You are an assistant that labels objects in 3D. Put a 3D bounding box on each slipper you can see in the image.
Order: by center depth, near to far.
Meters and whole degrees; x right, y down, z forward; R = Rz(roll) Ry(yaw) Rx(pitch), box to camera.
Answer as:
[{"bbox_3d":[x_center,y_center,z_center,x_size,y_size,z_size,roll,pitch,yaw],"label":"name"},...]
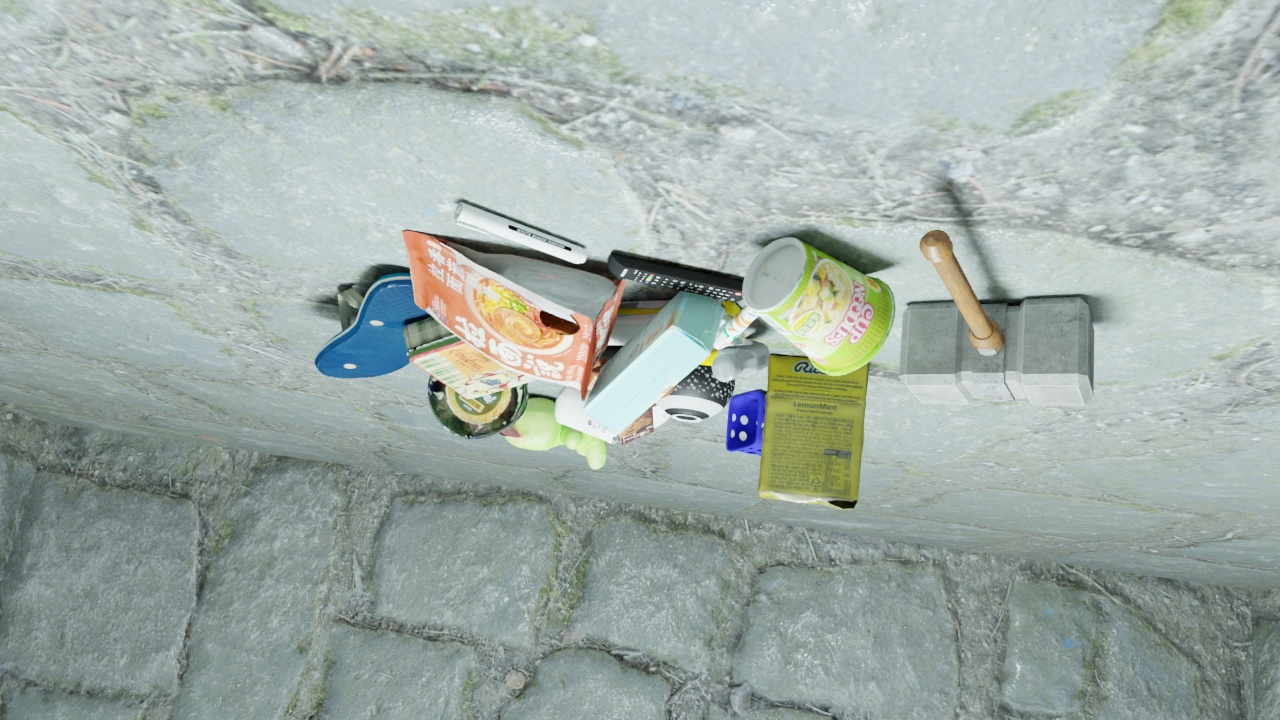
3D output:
[{"bbox_3d":[-0.315,-0.049,1.122,0.118,0.060,0.296,10,153,-29],"label":"slipper"}]

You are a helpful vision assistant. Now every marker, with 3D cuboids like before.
[{"bbox_3d":[-0.107,-0.113,0.836,0.133,0.020,0.017,17,172,-31],"label":"marker"},{"bbox_3d":[0.108,-0.048,0.903,0.017,0.017,0.146,13,150,-17],"label":"marker"}]

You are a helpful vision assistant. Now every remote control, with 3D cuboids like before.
[{"bbox_3d":[0.040,-0.080,0.890,0.146,0.015,0.033,11,165,-10],"label":"remote control"}]

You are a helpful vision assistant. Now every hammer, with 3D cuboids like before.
[{"bbox_3d":[0.282,-0.040,0.777,0.163,0.082,0.317,-1,163,30],"label":"hammer"},{"bbox_3d":[0.004,-0.010,1.090,0.324,0.029,0.126,5,-169,37],"label":"hammer"}]

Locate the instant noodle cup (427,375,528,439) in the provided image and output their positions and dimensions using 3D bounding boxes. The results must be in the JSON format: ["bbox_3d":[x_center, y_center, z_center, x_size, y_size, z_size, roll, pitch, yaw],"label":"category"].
[{"bbox_3d":[-0.220,0.045,1.303,0.137,0.137,0.112,7,174,4],"label":"instant noodle cup"}]

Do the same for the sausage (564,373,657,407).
[{"bbox_3d":[-0.041,0.032,1.296,0.164,0.044,0.039,16,129,-28],"label":"sausage"}]

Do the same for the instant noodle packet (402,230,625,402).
[{"bbox_3d":[-0.138,-0.059,0.958,0.221,0.083,0.165,22,155,2],"label":"instant noodle packet"}]

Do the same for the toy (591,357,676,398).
[{"bbox_3d":[-0.007,0.007,1.166,0.128,0.065,0.094,17,-148,28],"label":"toy"}]

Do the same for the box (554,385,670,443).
[{"bbox_3d":[-0.038,0.071,1.378,0.156,0.085,0.125,22,-156,11],"label":"box"}]

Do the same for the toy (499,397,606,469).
[{"bbox_3d":[-0.153,0.113,1.572,0.196,0.107,0.150,24,-176,-21],"label":"toy"}]

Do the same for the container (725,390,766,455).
[{"bbox_3d":[0.197,0.099,1.345,0.113,0.084,0.085,14,163,-24],"label":"container"}]

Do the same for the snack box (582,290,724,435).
[{"bbox_3d":[0.012,0.001,0.953,0.053,0.074,0.175,36,131,-14],"label":"snack box"}]

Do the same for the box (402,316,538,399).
[{"bbox_3d":[-0.204,-0.008,1.146,0.118,0.051,0.205,-20,161,2],"label":"box"}]

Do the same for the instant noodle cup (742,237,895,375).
[{"bbox_3d":[0.151,-0.052,0.801,0.108,0.098,0.099,28,157,-34],"label":"instant noodle cup"}]

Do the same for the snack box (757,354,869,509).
[{"bbox_3d":[0.207,0.086,1.101,0.121,0.180,0.045,4,160,12],"label":"snack box"}]

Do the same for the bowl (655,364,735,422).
[{"bbox_3d":[0.067,0.047,1.251,0.120,0.066,0.120,8,165,2],"label":"bowl"}]

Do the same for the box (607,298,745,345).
[{"bbox_3d":[0.013,-0.040,1.013,0.210,0.037,0.064,1,160,27],"label":"box"}]

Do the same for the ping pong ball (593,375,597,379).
[{"bbox_3d":[-0.044,0.017,1.247,0.040,0.040,0.040,8,165,2],"label":"ping pong ball"}]

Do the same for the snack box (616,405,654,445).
[{"bbox_3d":[-0.013,0.058,1.257,0.051,0.031,0.141,-22,146,-13],"label":"snack box"}]
